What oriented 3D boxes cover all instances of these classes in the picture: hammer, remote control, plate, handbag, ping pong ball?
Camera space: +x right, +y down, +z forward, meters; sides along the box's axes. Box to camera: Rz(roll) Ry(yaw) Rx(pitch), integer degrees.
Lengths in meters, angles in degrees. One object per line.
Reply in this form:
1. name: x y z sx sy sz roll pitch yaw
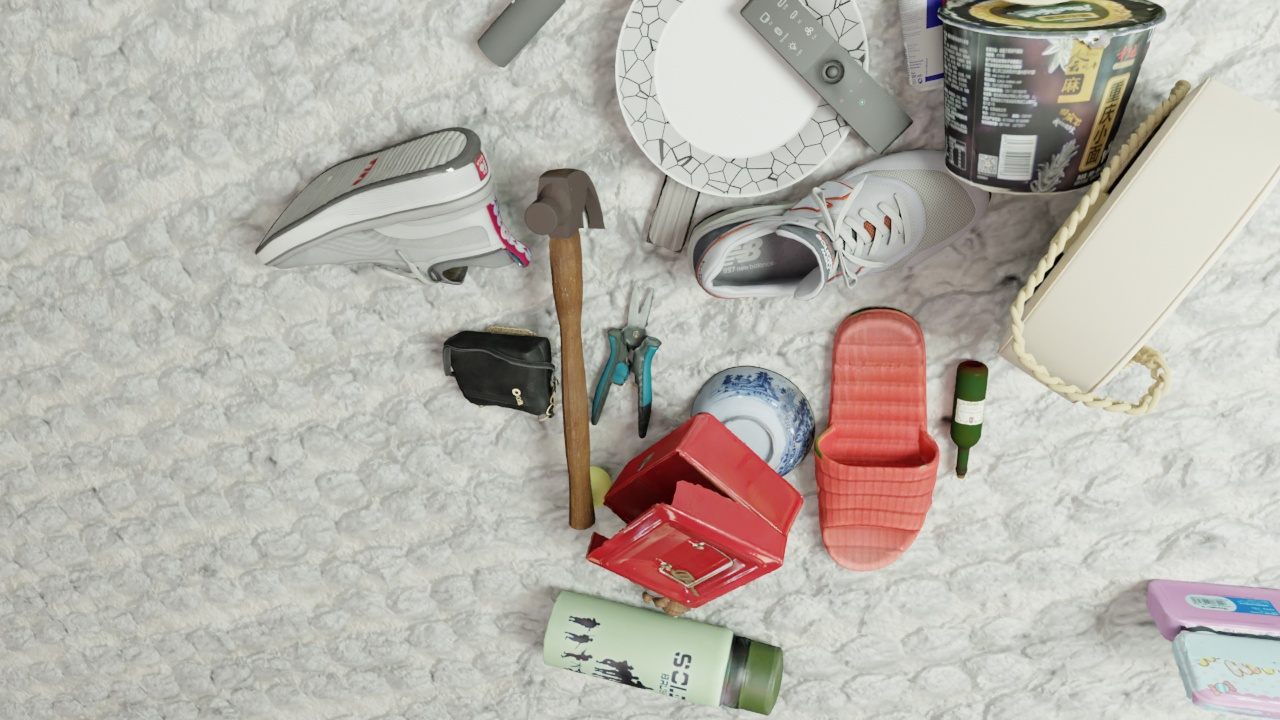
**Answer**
1. hammer: -0.058 -0.001 0.784 0.033 0.115 0.323 4 113 13
2. remote control: 0.138 -0.217 0.678 0.150 0.013 0.034 42 107 -11
3. plate: 0.076 -0.220 0.699 0.188 0.016 0.189 1 110 3
4. handbag: 0.331 -0.071 0.601 0.103 0.208 0.211 37 117 16
5. handbag: -0.127 0.014 0.834 0.129 0.054 0.079 6 120 33
6. remote control: 0.038 -0.155 0.751 0.033 0.013 0.137 19 116 4
7. ping pong ball: -0.047 0.121 0.875 0.040 0.040 0.040 5 113 12

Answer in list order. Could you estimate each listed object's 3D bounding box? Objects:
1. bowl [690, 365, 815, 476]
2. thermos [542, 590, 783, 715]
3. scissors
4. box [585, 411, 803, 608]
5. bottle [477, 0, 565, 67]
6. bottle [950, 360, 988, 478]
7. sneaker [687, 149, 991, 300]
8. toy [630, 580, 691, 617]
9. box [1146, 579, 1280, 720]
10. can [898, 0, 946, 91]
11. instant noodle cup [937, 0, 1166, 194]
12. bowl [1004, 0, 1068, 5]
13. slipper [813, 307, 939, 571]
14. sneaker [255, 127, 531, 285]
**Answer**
1. bowl: 0.096 0.066 0.811 0.114 0.045 0.114 5 113 13
2. thermos: 0.025 0.292 0.912 0.231 0.082 0.082 10 114 10
3. scissors: -0.013 0.007 0.830 0.148 0.019 0.123 -37 98 23
4. box: 0.047 0.134 0.803 0.134 0.110 0.158 33 141 -12
5. bottle: -0.081 -0.281 0.720 0.113 0.030 0.030 -39 98 25
6. bottle: 0.274 0.052 0.770 0.025 0.025 0.106 4 113 13
7. sneaker: 0.143 -0.088 0.690 0.240 0.124 0.089 -13 108 19
8. toy: 0.017 0.212 0.897 0.102 0.041 0.055 33 94 -10
9. box: 0.524 0.228 0.710 0.214 0.150 0.035 2 114 13
10. can: 0.204 -0.244 0.659 0.032 0.032 0.095 -8 110 18
11. instant noodle cup: 0.266 -0.181 0.622 0.137 0.137 0.112 5 123 12
12. bowl: 0.260 -0.305 0.591 0.151 0.075 0.151 4 106 14
13. slipper: 0.201 0.080 0.783 0.103 0.059 0.249 4 112 13
14. sneaker: -0.219 -0.109 0.803 0.264 0.096 0.129 -10 131 28
